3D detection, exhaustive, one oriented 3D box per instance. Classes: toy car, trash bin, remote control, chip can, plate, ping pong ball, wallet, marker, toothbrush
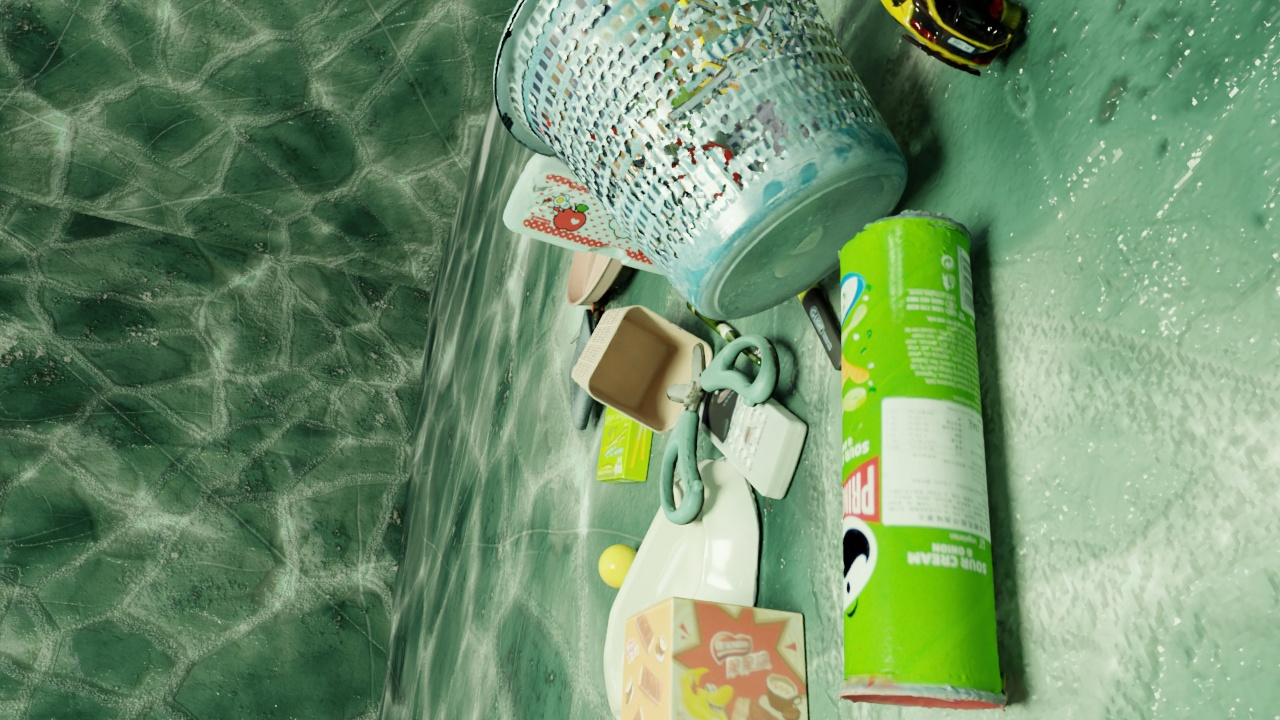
[{"bbox_3d":[0.165,-0.217,0.525,0.155,0.071,0.041,-93,28,-44],"label":"toy car"},{"bbox_3d":[0.051,-0.142,0.576,0.195,0.226,0.227,58,143,19],"label":"trash bin"},{"bbox_3d":[0.078,0.049,0.687,0.150,0.021,0.058,-135,60,-68],"label":"remote control"},{"bbox_3d":[0.134,0.045,0.451,0.072,0.072,0.235,138,141,-60],"label":"chip can"},{"bbox_3d":[0.022,0.195,0.739,0.161,0.034,0.266,-104,31,-53],"label":"plate"},{"bbox_3d":[-0.019,0.191,0.852,0.040,0.040,0.040,-168,91,-72],"label":"ping pong ball"},{"bbox_3d":[-0.032,-0.168,1.100,0.229,0.028,0.229,-70,17,0],"label":"plate"},{"bbox_3d":[-0.066,0.009,1.086,0.120,0.019,0.097,-103,25,-53],"label":"wallet"},{"bbox_3d":[0.120,-0.036,0.630,0.124,0.015,0.018,-103,27,-49],"label":"marker"},{"bbox_3d":[0.072,-0.028,0.771,0.017,0.012,0.186,-68,20,11],"label":"toothbrush"}]

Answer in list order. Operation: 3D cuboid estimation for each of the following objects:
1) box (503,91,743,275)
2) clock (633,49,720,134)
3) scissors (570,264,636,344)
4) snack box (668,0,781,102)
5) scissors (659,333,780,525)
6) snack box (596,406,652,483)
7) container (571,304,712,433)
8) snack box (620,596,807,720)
[{"bbox_3d":[-0.015,-0.148,0.793,0.101,0.201,0.102,-53,37,38],"label":"box"},{"bbox_3d":[0.040,-0.267,0.945,0.162,0.056,0.116,129,148,-53],"label":"clock"},{"bbox_3d":[-0.053,-0.062,1.140,0.222,0.021,0.233,120,154,-42],"label":"scissors"},{"bbox_3d":[0.078,-0.263,0.781,0.140,0.087,0.034,-100,29,-48],"label":"snack box"},{"bbox_3d":[0.057,0.032,0.694,0.181,0.019,0.169,-49,26,43],"label":"scissors"},{"bbox_3d":[-0.010,0.047,0.940,0.086,0.026,0.156,156,125,-67],"label":"snack box"},{"bbox_3d":[-0.005,0.005,0.836,0.090,0.090,0.111,-62,15,-4],"label":"container"},{"bbox_3d":[0.045,0.206,0.573,0.077,0.092,0.094,132,146,-56],"label":"snack box"}]
